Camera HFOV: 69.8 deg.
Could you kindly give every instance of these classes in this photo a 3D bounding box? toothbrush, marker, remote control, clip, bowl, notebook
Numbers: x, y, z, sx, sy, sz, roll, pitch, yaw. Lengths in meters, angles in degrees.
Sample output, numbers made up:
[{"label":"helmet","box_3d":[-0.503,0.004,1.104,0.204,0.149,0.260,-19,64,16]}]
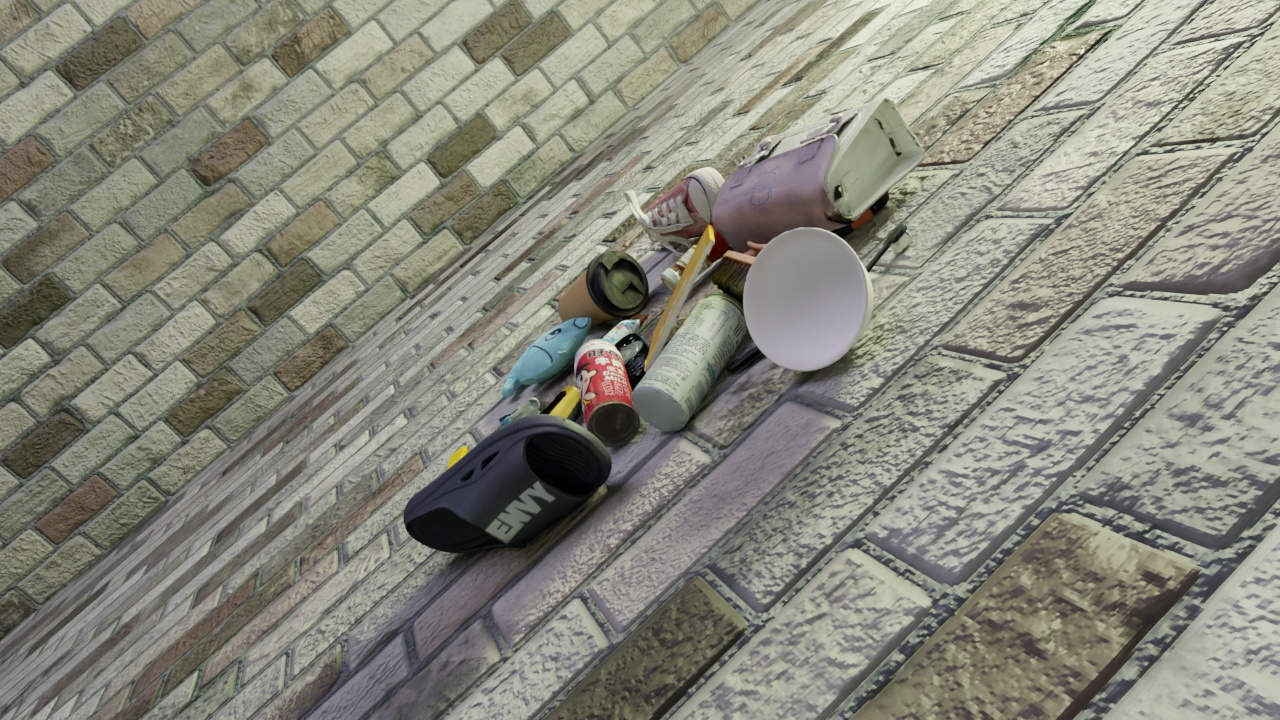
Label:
[{"label":"toothbrush","box_3d":[0.188,-0.058,0.829,0.180,0.018,0.016,-46,19,-14]},{"label":"marker","box_3d":[0.127,-0.026,0.849,0.124,0.015,0.018,-39,13,24]},{"label":"remote control","box_3d":[-0.006,0.006,1.024,0.053,0.024,0.136,-42,22,4]},{"label":"clip","box_3d":[-0.150,0.068,1.156,0.058,0.027,0.044,-41,11,-7]},{"label":"bowl","box_3d":[0.153,-0.050,0.775,0.119,0.118,0.064,-23,-15,39]},{"label":"notebook","box_3d":[0.043,-0.072,0.977,0.146,0.010,0.206,-63,2,12]}]

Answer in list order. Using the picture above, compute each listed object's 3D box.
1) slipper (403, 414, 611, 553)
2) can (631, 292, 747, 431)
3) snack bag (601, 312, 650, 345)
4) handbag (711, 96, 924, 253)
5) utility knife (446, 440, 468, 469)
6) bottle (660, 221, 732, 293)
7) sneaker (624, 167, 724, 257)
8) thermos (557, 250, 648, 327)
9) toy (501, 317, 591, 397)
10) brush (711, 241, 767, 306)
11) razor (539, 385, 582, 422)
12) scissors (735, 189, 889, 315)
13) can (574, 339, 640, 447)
[{"label":"slipper","box_3d":[-0.131,0.141,0.855,0.269,0.110,0.083,-32,36,36]},{"label":"can","box_3d":[0.050,0.000,0.882,0.058,0.058,0.146,-17,29,48]},{"label":"snack bag","box_3d":[-0.031,-0.024,1.140,0.105,0.026,0.045,-43,16,-19]},{"label":"handbag","box_3d":[0.180,-0.195,0.994,0.144,0.098,0.197,-53,22,-20]},{"label":"utility knife","box_3d":[-0.230,0.139,1.153,0.033,0.015,0.177,-31,18,4]},{"label":"bottle","box_3d":[0.110,-0.160,1.144,0.206,0.060,0.060,-42,19,-8]},{"label":"sneaker","box_3d":[0.046,-0.202,1.287,0.087,0.118,0.241,-27,8,-21]},{"label":"thermos","box_3d":[-0.055,-0.090,1.250,0.092,0.093,0.144,-51,15,-31]},{"label":"toy","box_3d":[-0.130,-0.004,1.246,0.161,0.050,0.156,-46,18,-1]},{"label":"brush","box_3d":[0.124,-0.084,0.910,0.073,0.063,0.145,-51,24,-1]},{"label":"razor","box_3d":[-0.107,0.078,1.001,0.062,0.067,0.167,-26,16,32]},{"label":"scissors","box_3d":[0.179,-0.123,0.994,0.189,0.015,0.223,-25,24,36]},{"label":"can","box_3d":[-0.037,0.030,0.945,0.053,0.053,0.132,-35,30,11]}]
